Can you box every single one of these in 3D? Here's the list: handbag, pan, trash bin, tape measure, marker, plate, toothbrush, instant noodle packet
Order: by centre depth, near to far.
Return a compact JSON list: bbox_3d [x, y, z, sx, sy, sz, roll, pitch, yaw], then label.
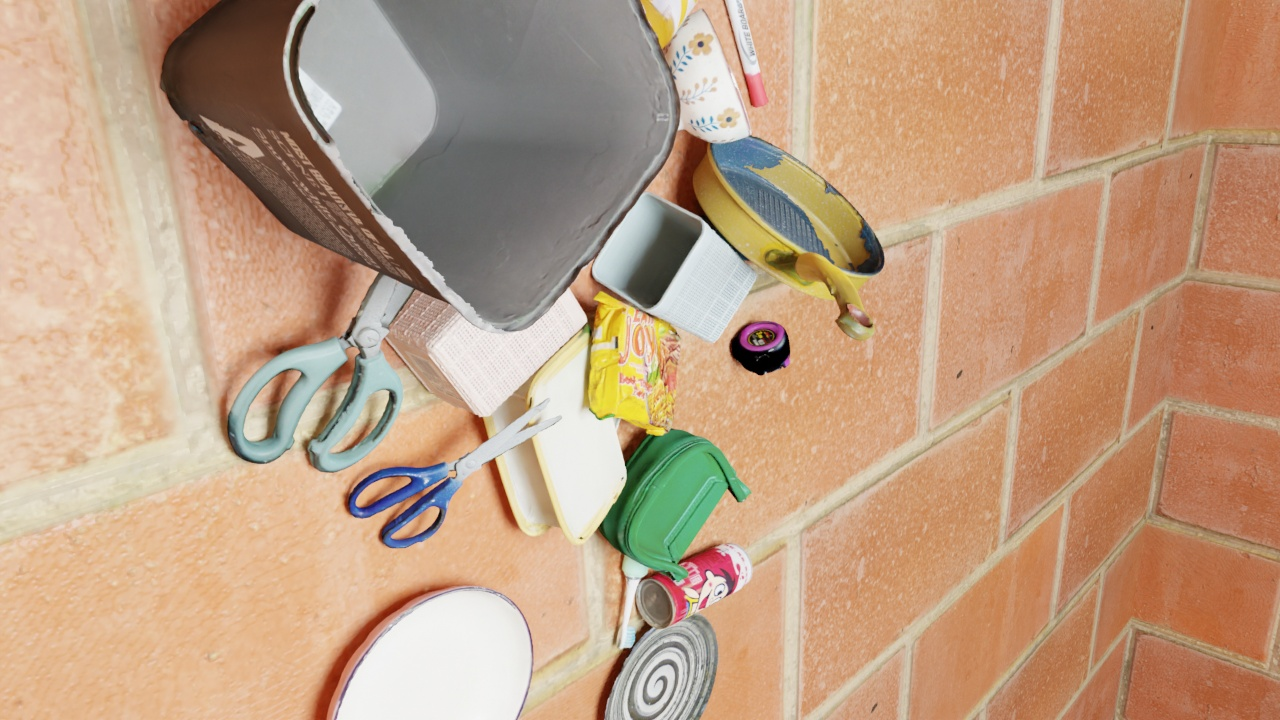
[{"bbox_3d":[-0.135,-0.150,0.522,0.198,0.220,0.199,-54,135,-22],"label":"trash bin"},{"bbox_3d":[-0.171,0.269,0.742,0.192,0.039,0.192,-16,113,-44],"label":"plate"},{"bbox_3d":[0.141,-0.101,0.779,0.197,0.356,0.078,27,124,-15],"label":"pan"},{"bbox_3d":[-0.005,0.005,0.791,0.128,0.044,0.110,24,64,-63],"label":"instant noodle packet"},{"bbox_3d":[-0.056,0.048,0.797,0.178,0.063,0.163,-47,133,-47],"label":"handbag"},{"bbox_3d":[0.034,0.136,0.862,0.120,0.068,0.131,40,80,-32],"label":"handbag"},{"bbox_3d":[0.097,-0.311,0.874,0.017,0.017,0.145,-45,131,-29],"label":"marker"},{"bbox_3d":[0.000,0.180,0.908,0.027,0.026,0.224,7,97,-28],"label":"toothbrush"},{"bbox_3d":[0.129,-0.012,0.968,0.057,0.057,0.039,-33,130,-19],"label":"tape measure"},{"bbox_3d":[0.020,0.351,0.985,0.179,0.024,0.179,-15,112,-43],"label":"plate"}]

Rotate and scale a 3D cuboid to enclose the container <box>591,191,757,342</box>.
[{"bbox_3d":[0.035,-0.077,0.815,0.111,0.090,0.090,28,96,-50],"label":"container"}]

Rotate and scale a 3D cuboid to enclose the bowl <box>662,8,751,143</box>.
[{"bbox_3d":[0.048,-0.237,0.795,0.062,0.113,0.113,-21,128,9],"label":"bowl"}]

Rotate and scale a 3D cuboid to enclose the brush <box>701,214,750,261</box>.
[{"bbox_3d":[0.126,-0.124,0.918,0.143,0.073,0.055,1,110,-45],"label":"brush"}]

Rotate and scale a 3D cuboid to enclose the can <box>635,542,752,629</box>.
[{"bbox_3d":[0.059,0.235,0.969,0.132,0.053,0.053,-12,110,-45],"label":"can"}]

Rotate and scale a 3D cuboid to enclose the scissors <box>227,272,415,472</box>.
[{"bbox_3d":[-0.204,0.004,0.597,0.143,0.019,0.180,4,124,-42],"label":"scissors"}]

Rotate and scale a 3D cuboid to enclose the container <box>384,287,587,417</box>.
[{"bbox_3d":[-0.117,-0.028,0.677,0.110,0.090,0.090,-49,132,-21],"label":"container"}]

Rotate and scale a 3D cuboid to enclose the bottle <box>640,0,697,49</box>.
[{"bbox_3d":[0.000,-0.283,0.739,0.189,0.068,0.068,-58,136,-17],"label":"bottle"}]

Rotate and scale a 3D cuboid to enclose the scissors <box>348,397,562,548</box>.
[{"bbox_3d":[-0.132,0.089,0.693,0.172,0.012,0.133,-9,126,-17],"label":"scissors"}]
